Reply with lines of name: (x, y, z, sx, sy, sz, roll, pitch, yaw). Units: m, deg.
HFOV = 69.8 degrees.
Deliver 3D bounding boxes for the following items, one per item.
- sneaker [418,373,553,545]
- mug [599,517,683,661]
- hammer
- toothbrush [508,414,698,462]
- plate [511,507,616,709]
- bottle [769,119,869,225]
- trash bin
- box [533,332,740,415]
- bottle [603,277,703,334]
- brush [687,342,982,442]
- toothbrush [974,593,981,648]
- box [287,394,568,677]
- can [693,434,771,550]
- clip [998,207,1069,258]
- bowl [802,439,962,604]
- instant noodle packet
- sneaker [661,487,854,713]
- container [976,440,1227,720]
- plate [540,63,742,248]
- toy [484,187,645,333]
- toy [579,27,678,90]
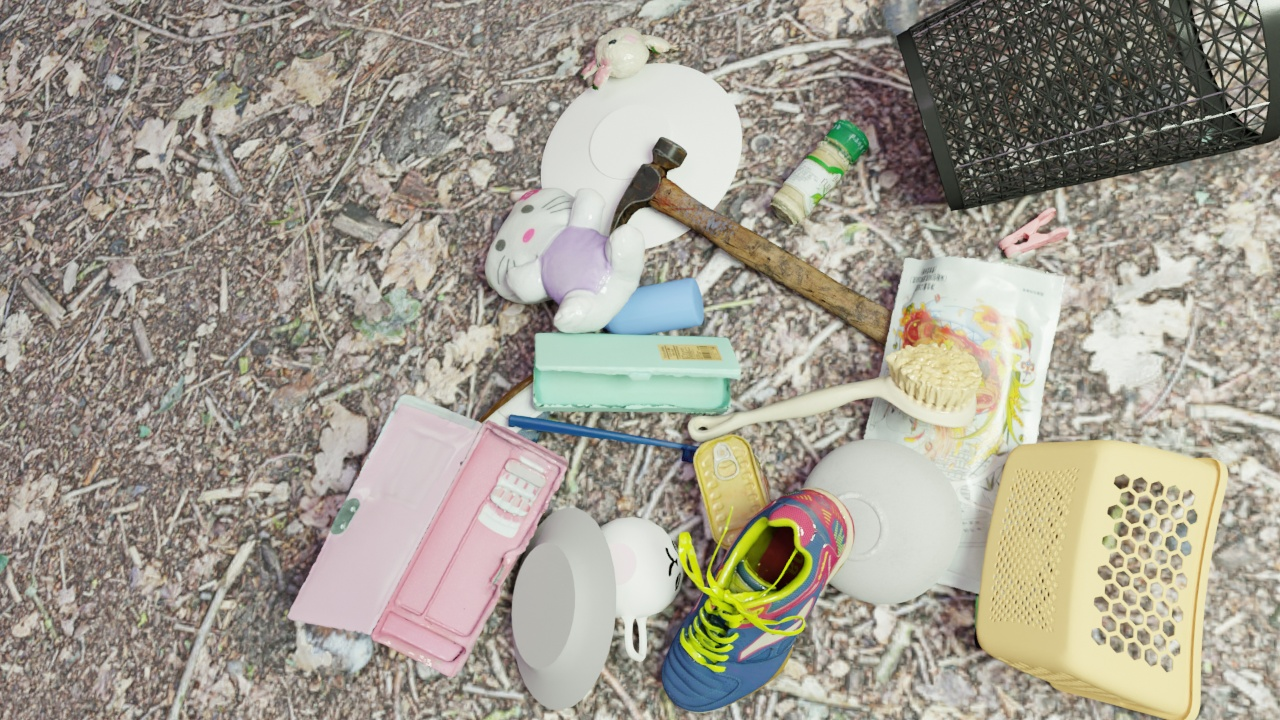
sneaker: (-0.141, 0.098, 0.905, 0.235, 0.087, 0.079, -44, 98, -3)
mug: (-0.007, 0.201, 0.810, 0.090, 0.076, 0.123, -9, 69, 16)
hammer: (0.119, -0.091, 0.882, 0.330, 0.033, 0.120, 34, 98, 21)
toothbrush: (-0.029, 0.074, 0.856, 0.190, 0.016, 0.017, 10, 83, -3)
plate: (-0.079, 0.216, 0.808, 0.173, 0.019, 0.172, -24, 59, 49)
bottle: (0.173, -0.183, 0.898, 0.042, 0.042, 0.110, 41, 89, 26)
trash bin: (0.360, -0.243, 0.769, 0.244, 0.217, 0.216, -17, 67, 20)
box: (-0.004, 0.002, 0.840, 0.188, 0.079, 0.077, 2, 69, -6)
bottle: (-0.006, -0.048, 0.911, 0.131, 0.048, 0.048, -9, 69, 16)
brush: (0.155, 0.038, 0.782, 0.273, 0.061, 0.077, -12, 109, 35)
toothbrush: (0.286, 0.141, 0.761, 0.014, 0.017, 0.187, 1, 73, 29)
box: (-0.191, 0.158, 0.841, 0.233, 0.180, 0.055, -60, 20, 4)
can: (0.087, 0.121, 0.814, 0.054, 0.059, 0.099, -19, 67, 12)
clip: (0.350, -0.115, 0.824, 0.058, 0.022, 0.035, -27, 69, 11)
bowl: (0.186, 0.132, 0.747, 0.132, 0.064, 0.131, -2, 87, 36)
instant noodle packet: (0.258, 0.049, 0.769, 0.147, 0.057, 0.269, 11, 86, 32)
sneaker: (0.072, 0.199, 0.735, 0.116, 0.090, 0.242, 41, 116, 25)
container: (0.354, 0.159, 0.679, 0.167, 0.129, 0.183, 19, 76, -19)
plate: (-0.007, -0.228, 0.983, 0.230, 0.030, 0.229, -6, 70, 17)
toy: (-0.074, -0.103, 0.911, 0.137, 0.085, 0.209, -57, 40, 0)
toy: (-0.017, -0.339, 1.010, 0.112, 0.050, 0.087, -30, 34, 5)
